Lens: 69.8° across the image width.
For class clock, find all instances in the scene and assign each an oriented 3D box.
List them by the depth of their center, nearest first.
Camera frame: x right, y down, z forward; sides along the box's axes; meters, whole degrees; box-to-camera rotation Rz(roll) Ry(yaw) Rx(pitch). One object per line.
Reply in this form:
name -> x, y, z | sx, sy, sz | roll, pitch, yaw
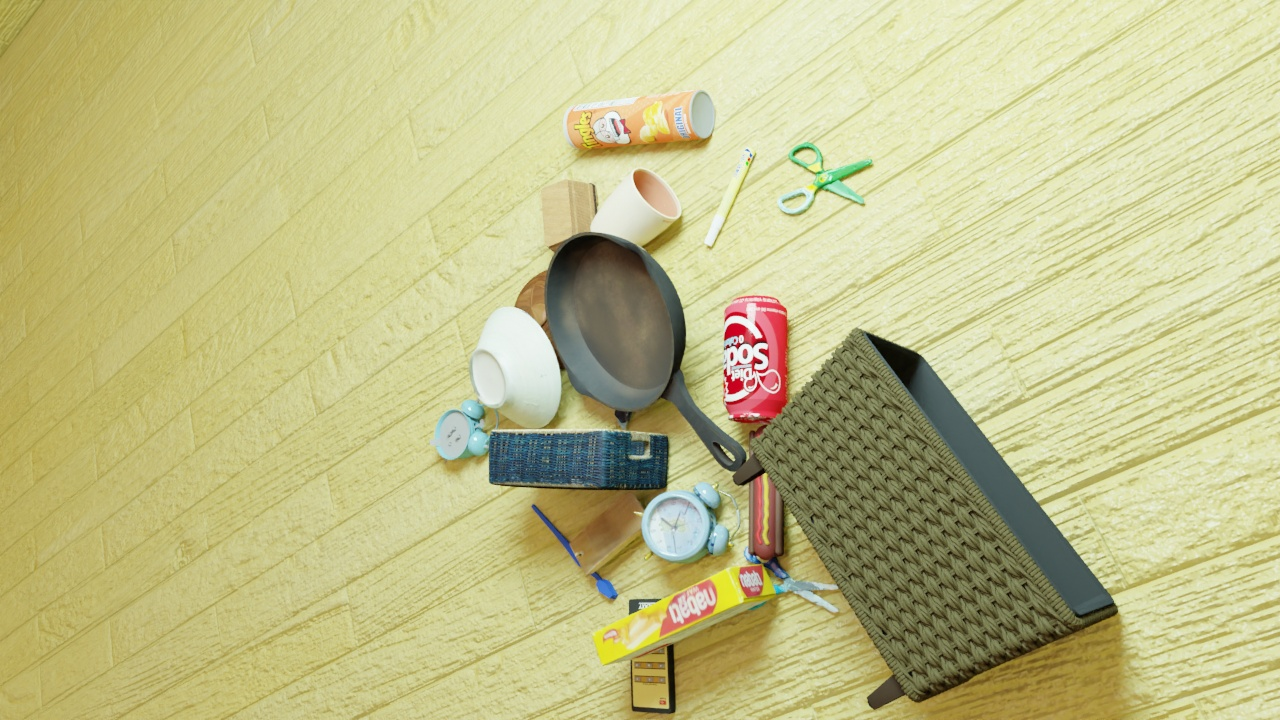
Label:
clock -> 0.058, 0.195, 1.095 | 0.124, 0.051, 0.088 | -15, 74, 10
clock -> -0.254, 0.102, 1.342 | 0.123, 0.042, 0.087 | -27, 66, 29

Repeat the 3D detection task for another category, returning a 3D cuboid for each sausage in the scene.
sausage -> 0.145, 0.150, 1.054 | 0.040, 0.040, 0.155 | -8, 71, 33

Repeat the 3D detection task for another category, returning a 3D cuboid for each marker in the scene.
marker -> 0.114, -0.208, 1.173 | 0.014, 0.014, 0.132 | 28, 96, 35

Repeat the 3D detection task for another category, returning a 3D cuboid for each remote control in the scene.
remote control -> 0.014, 0.360, 1.122 | 0.058, 0.013, 0.133 | -11, 74, 32

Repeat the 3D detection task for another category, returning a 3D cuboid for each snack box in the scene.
snack box -> 0.048, 0.291, 1.046 | 0.201, 0.092, 0.042 | -32, 66, 25

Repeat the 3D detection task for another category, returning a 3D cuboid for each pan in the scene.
pan -> 0.012, -0.006, 1.114 | 0.356, 0.043, 0.249 | 48, 136, 21

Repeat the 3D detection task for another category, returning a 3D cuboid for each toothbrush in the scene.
toothbrush -> -0.093, 0.251, 1.219 | 0.187, 0.011, 0.016 | 40, 103, 33

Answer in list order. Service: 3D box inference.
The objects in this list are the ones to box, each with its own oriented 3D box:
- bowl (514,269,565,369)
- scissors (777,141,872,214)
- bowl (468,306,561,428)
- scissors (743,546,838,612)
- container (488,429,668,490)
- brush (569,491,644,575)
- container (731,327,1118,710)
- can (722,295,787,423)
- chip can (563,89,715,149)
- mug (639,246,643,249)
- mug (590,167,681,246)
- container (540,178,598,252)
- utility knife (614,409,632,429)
bowl -> -0.130, -0.066, 1.276 | 0.148, 0.068, 0.147 | -8, 76, 33
scissors -> 0.217, -0.211, 1.104 | 0.128, 0.012, 0.120 | 42, 106, 34
bowl -> -0.187, 0.018, 1.261 | 0.177, 0.057, 0.177 | 19, 118, 41
scissors -> 0.170, 0.242, 1.039 | 0.135, 0.015, 0.086 | -5, 75, 34
container -> -0.078, 0.126, 1.153 | 0.188, 0.145, 0.071 | -3, 82, 34
brush -> -0.034, 0.220, 1.169 | 0.117, 0.039, 0.049 | -44, 62, 20
container -> 0.258, 0.163, 0.902 | 0.205, 0.176, 0.320 | -44, 59, 23
can -> 0.135, -0.001, 1.077 | 0.075, 0.074, 0.142 | -5, 77, 33
chip can -> -0.005, -0.326, 1.249 | 0.211, 0.062, 0.062 | 4, 83, 35
mug -> -0.048, -0.111, 1.205 | 0.097, 0.122, 0.080 | -30, 20, 42
mug -> -0.011, -0.201, 1.224 | 0.105, 0.085, 0.111 | -39, 32, 34
container -> -0.099, -0.198, 1.287 | 0.063, 0.061, 0.114 | -16, 71, 31
utility knife -> -0.007, 0.007, 1.208 | 0.029, 0.020, 0.171 | 11, 88, 37
